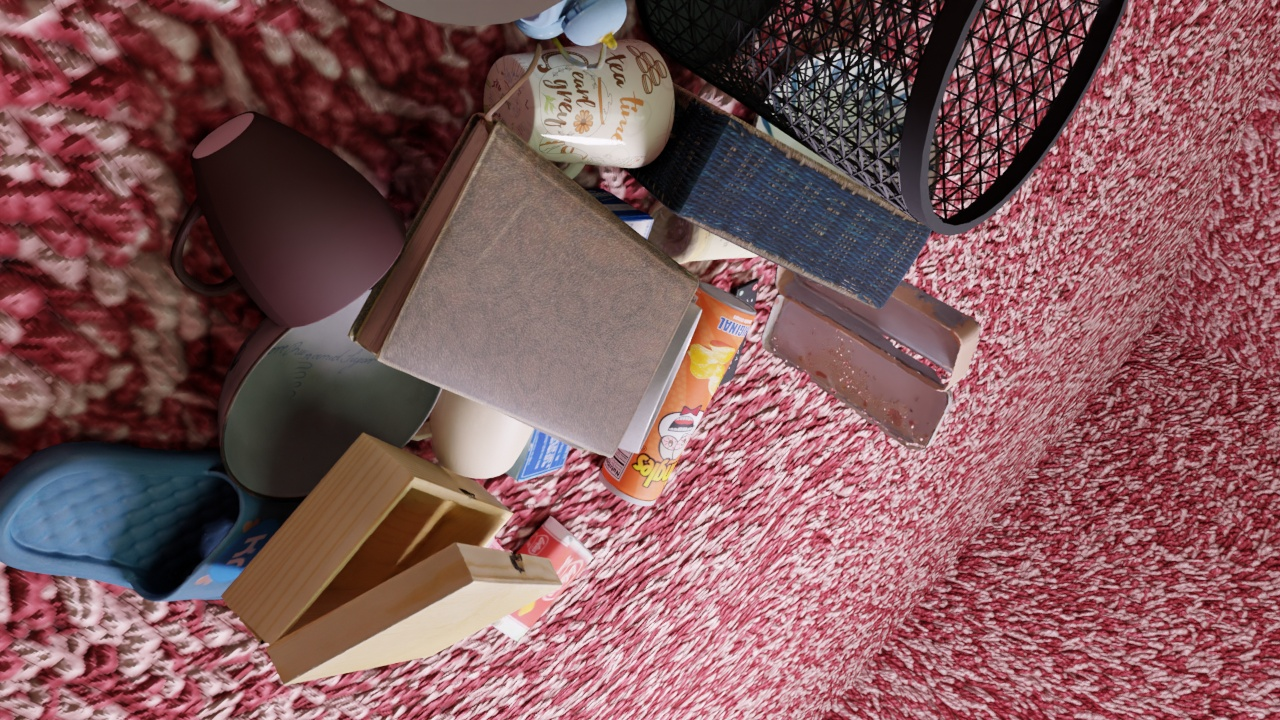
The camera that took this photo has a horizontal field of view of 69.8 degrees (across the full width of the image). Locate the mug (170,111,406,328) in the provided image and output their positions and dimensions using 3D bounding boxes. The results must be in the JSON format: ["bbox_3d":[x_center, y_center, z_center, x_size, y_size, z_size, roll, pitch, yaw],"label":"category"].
[{"bbox_3d":[-0.192,-0.072,0.465,0.114,0.087,0.088,-26,129,8],"label":"mug"}]

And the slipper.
[{"bbox_3d":[-0.268,0.103,0.539,0.104,0.059,0.213,-55,147,6],"label":"slipper"}]

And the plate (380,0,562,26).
[{"bbox_3d":[-0.081,-0.241,0.411,0.172,0.019,0.173,-3,105,-11],"label":"plate"}]

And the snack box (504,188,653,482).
[{"bbox_3d":[-0.062,-0.017,0.696,0.059,0.059,0.227,-11,130,-52],"label":"snack box"}]

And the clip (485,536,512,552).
[{"bbox_3d":[-0.136,0.159,0.810,0.022,0.038,0.059,-40,147,-16],"label":"clip"}]

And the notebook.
[{"bbox_3d":[-0.049,-0.052,0.565,0.215,0.034,0.190,30,87,-48],"label":"notebook"}]

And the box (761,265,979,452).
[{"bbox_3d":[0.215,-0.020,0.908,0.058,0.216,0.154,-27,138,-34],"label":"box"}]

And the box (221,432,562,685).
[{"bbox_3d":[-0.148,0.154,0.624,0.140,0.123,0.249,-53,166,-8],"label":"box"}]

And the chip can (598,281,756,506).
[{"bbox_3d":[0.033,0.033,0.864,0.062,0.062,0.210,5,116,-55],"label":"chip can"}]

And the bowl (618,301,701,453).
[{"bbox_3d":[-0.005,0.004,0.764,0.132,0.064,0.132,27,87,-86],"label":"bowl"}]

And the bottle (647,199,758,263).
[{"bbox_3d":[0.075,-0.115,0.784,0.161,0.056,0.057,-12,129,-48],"label":"bottle"}]

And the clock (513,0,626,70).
[{"bbox_3d":[-0.049,-0.213,0.488,0.051,0.089,0.124,-39,130,-16],"label":"clock"}]

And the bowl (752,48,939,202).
[{"bbox_3d":[0.166,-0.174,0.805,0.177,0.177,0.071,-48,-168,-10],"label":"bowl"}]

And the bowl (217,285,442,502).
[{"bbox_3d":[-0.191,0.009,0.548,0.150,0.057,0.151,-37,148,-29],"label":"bowl"}]

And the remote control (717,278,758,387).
[{"bbox_3d":[0.096,-0.027,0.939,0.039,0.010,0.125,-26,139,-38],"label":"remote control"}]

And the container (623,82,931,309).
[{"bbox_3d":[0.090,-0.119,0.652,0.187,0.145,0.071,21,108,-27],"label":"container"}]

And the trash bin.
[{"bbox_3d":[0.138,-0.229,0.575,0.216,0.243,0.217,-34,143,-30],"label":"trash bin"}]

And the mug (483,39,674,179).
[{"bbox_3d":[-0.051,-0.148,0.587,0.097,0.081,0.122,-14,158,-37],"label":"mug"}]

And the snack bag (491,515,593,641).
[{"bbox_3d":[-0.103,0.211,0.882,0.115,0.036,0.077,-47,147,-12],"label":"snack bag"}]

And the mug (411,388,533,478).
[{"bbox_3d":[-0.123,0.026,0.647,0.111,0.085,0.104,3,126,-22],"label":"mug"}]
